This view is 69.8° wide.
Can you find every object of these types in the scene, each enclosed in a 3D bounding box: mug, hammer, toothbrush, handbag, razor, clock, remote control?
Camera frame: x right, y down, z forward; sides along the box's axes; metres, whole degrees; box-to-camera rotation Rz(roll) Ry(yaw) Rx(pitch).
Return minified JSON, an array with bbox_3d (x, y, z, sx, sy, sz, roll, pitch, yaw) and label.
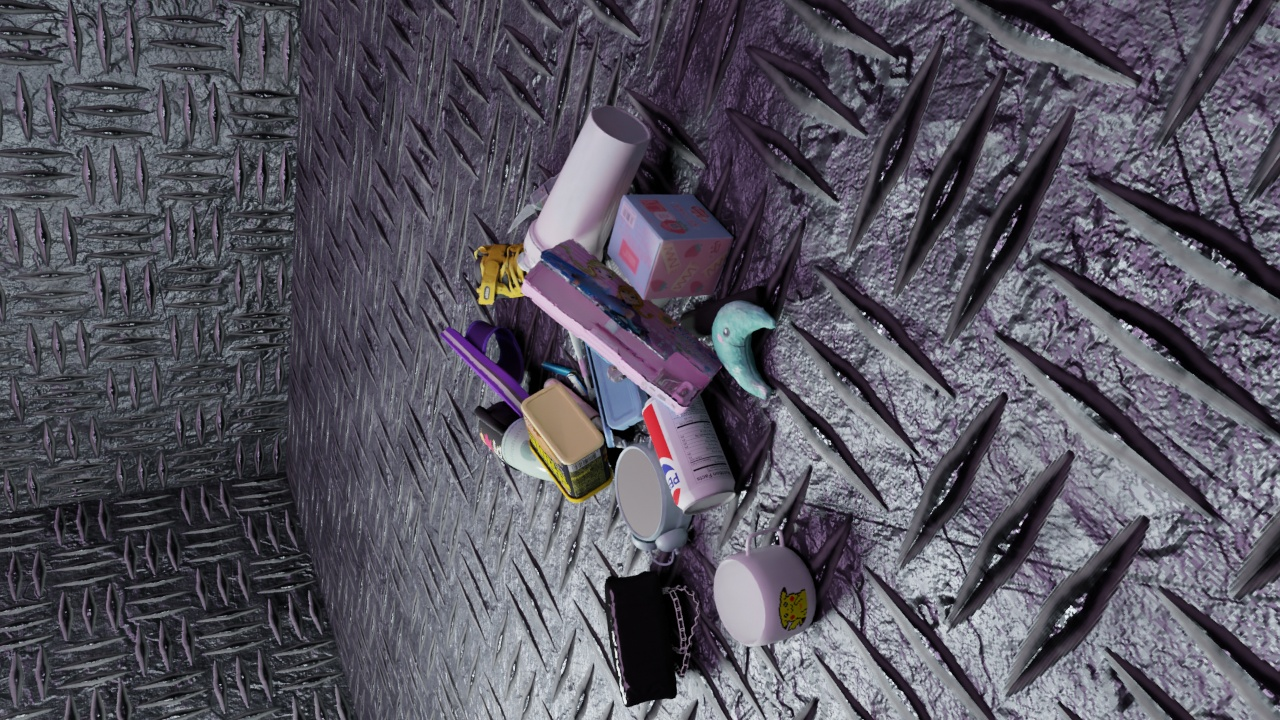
[{"bbox_3d":[-0.210,0.109,1.437,0.082,0.118,0.098,-54,36,-4],"label":"mug"},{"bbox_3d":[-0.079,-0.105,1.187,0.147,0.028,0.316,-35,60,23],"label":"hammer"},{"bbox_3d":[-0.138,0.120,1.355,0.104,0.084,0.111,17,90,47],"label":"mug"},{"bbox_3d":[-0.078,0.075,1.289,0.223,0.026,0.027,34,103,52],"label":"toothbrush"},{"bbox_3d":[0.015,0.337,1.152,0.125,0.114,0.153,140,118,-82],"label":"handbag"},{"bbox_3d":[-0.112,0.018,1.346,0.042,0.022,0.144,56,164,-25],"label":"razor"},{"bbox_3d":[-0.086,-0.016,1.298,0.022,0.015,0.154,-44,58,52],"label":"toothbrush"},{"bbox_3d":[0.126,0.227,0.931,0.094,0.068,0.115,12,106,58],"label":"mug"},{"bbox_3d":[0.017,0.173,1.131,0.123,0.045,0.159,-17,79,60],"label":"clock"},{"bbox_3d":[0.088,-0.050,0.994,0.147,0.015,0.033,-18,80,59],"label":"remote control"}]

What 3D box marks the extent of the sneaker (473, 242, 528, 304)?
[{"bbox_3d":[-0.161,-0.131,1.299,0.239,0.122,0.086,-3,94,60],"label":"sneaker"}]

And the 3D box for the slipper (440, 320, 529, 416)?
[{"bbox_3d":[-0.225,-0.004,1.468,0.107,0.084,0.266,52,169,-35],"label":"slipper"}]

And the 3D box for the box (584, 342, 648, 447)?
[{"bbox_3d":[-0.049,0.001,1.190,0.125,0.043,0.209,-47,50,52],"label":"box"}]

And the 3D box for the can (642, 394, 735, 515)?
[{"bbox_3d":[0.054,0.100,1.027,0.070,0.070,0.132,-51,53,51],"label":"can"}]

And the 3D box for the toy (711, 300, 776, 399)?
[{"bbox_3d":[0.105,-0.018,0.941,0.085,0.033,0.105,36,141,40],"label":"toy"}]

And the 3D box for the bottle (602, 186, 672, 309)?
[{"bbox_3d":[-0.010,-0.146,1.111,0.084,0.046,0.173,-43,59,54],"label":"bottle"}]

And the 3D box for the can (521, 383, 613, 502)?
[{"bbox_3d":[-0.100,0.110,1.241,0.131,0.072,0.101,48,159,32],"label":"can"}]

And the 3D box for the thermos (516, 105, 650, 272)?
[{"bbox_3d":[-0.062,-0.180,1.059,0.221,0.099,0.099,-58,47,39],"label":"thermos"}]

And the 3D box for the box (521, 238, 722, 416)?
[{"bbox_3d":[-0.016,-0.047,0.996,0.230,0.084,0.071,39,152,5],"label":"box"}]

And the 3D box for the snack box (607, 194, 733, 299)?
[{"bbox_3d":[0.031,-0.125,1.000,0.093,0.094,0.080,54,139,40],"label":"snack box"}]
